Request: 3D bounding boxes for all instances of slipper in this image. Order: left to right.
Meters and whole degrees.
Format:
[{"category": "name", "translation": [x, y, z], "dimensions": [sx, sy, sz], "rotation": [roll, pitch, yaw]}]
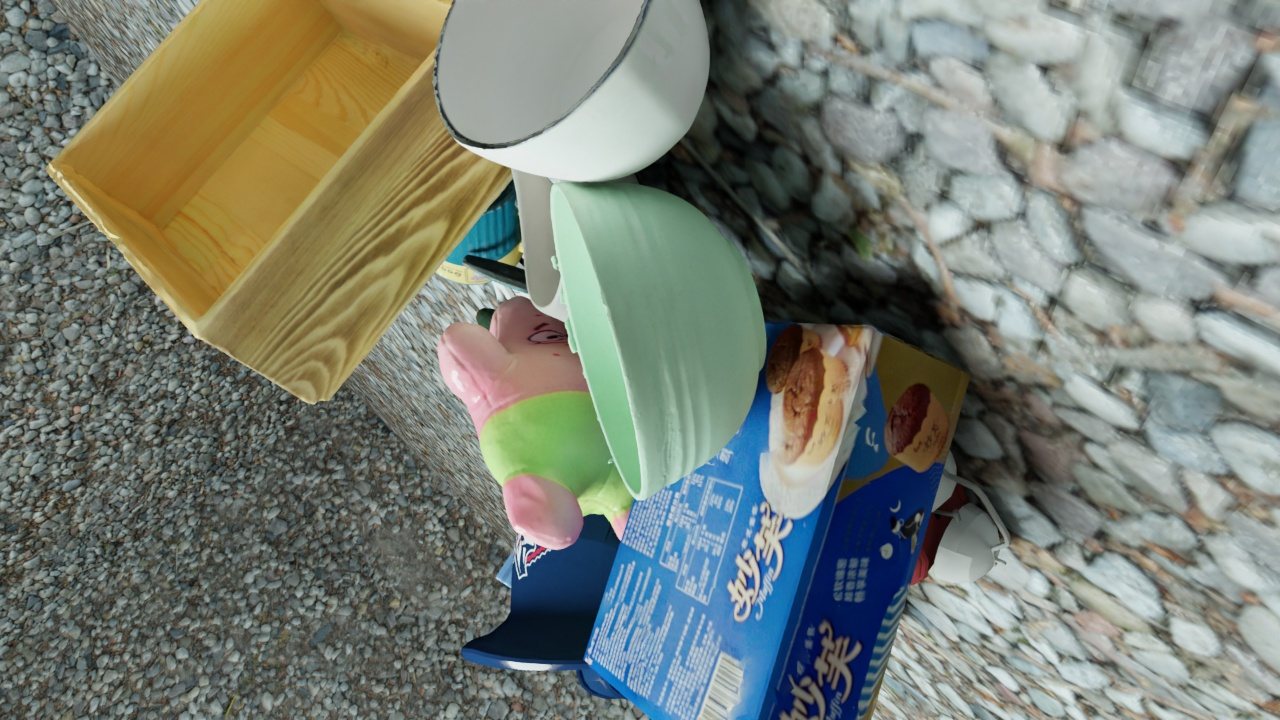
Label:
[{"category": "slipper", "translation": [-0.041, -0.078, 0.521], "dimensions": [0.113, 0.080, 0.266], "rotation": [50, 169, 46]}]

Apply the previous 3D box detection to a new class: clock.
[{"category": "clock", "translation": [0.139, 0.080, 0.512], "dimensions": [0.096, 0.048, 0.138], "rotation": [54, 154, -19]}]

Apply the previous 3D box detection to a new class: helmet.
[{"category": "helmet", "translation": [-0.002, 0.162, 0.677], "dimensions": [0.233, 0.271, 0.223], "rotation": [-19, 88, 56]}]

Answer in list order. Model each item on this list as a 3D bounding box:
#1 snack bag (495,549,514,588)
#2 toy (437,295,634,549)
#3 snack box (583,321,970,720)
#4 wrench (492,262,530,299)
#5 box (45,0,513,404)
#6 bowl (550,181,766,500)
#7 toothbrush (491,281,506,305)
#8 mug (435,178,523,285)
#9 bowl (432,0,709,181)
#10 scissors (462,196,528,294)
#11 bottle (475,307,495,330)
[{"category": "snack bag", "translation": [-0.006, 0.191, 0.848], "dimensions": [0.205, 0.158, 0.102], "rotation": [34, 162, -3]}, {"category": "toy", "translation": [-0.051, 0.026, 0.594], "dimensions": [0.192, 0.097, 0.236], "rotation": [20, -154, -35]}, {"category": "snack box", "translation": [0.060, 0.086, 0.464], "dimensions": [0.069, 0.202, 0.155], "rotation": [20, 174, -27]}, {"category": "wrench", "translation": [-0.067, -0.054, 0.763], "dimensions": [0.273, 0.018, 0.087], "rotation": [25, 151, 47]}, {"category": "box", "translation": [-0.250, -0.210, 0.504], "dimensions": [0.279, 0.283, 0.323], "rotation": [32, 169, 39]}, {"category": "bowl", "translation": [0.011, -0.016, 0.432], "dimensions": [0.151, 0.077, 0.151], "rotation": [164, 91, -80]}, {"category": "toothbrush", "translation": [-0.136, -0.043, 0.936], "dimensions": [0.012, 0.017, 0.187], "rotation": [51, 168, 40]}, {"category": "mug", "translation": [-0.108, -0.109, 0.662], "dimensions": [0.113, 0.083, 0.107], "rotation": [18, 157, -2]}, {"category": "bowl", "translation": [-0.023, -0.125, 0.377], "dimensions": [0.116, 0.116, 0.065], "rotation": [32, -176, 40]}, {"category": "scissors", "translation": [-0.058, -0.057, 0.635], "dimensions": [0.125, 0.019, 0.154], "rotation": [-5, 140, 27]}, {"category": "bottle", "translation": [-0.102, -0.012, 0.861], "dimensions": [0.174, 0.055, 0.055], "rotation": [30, 155, 42]}]
